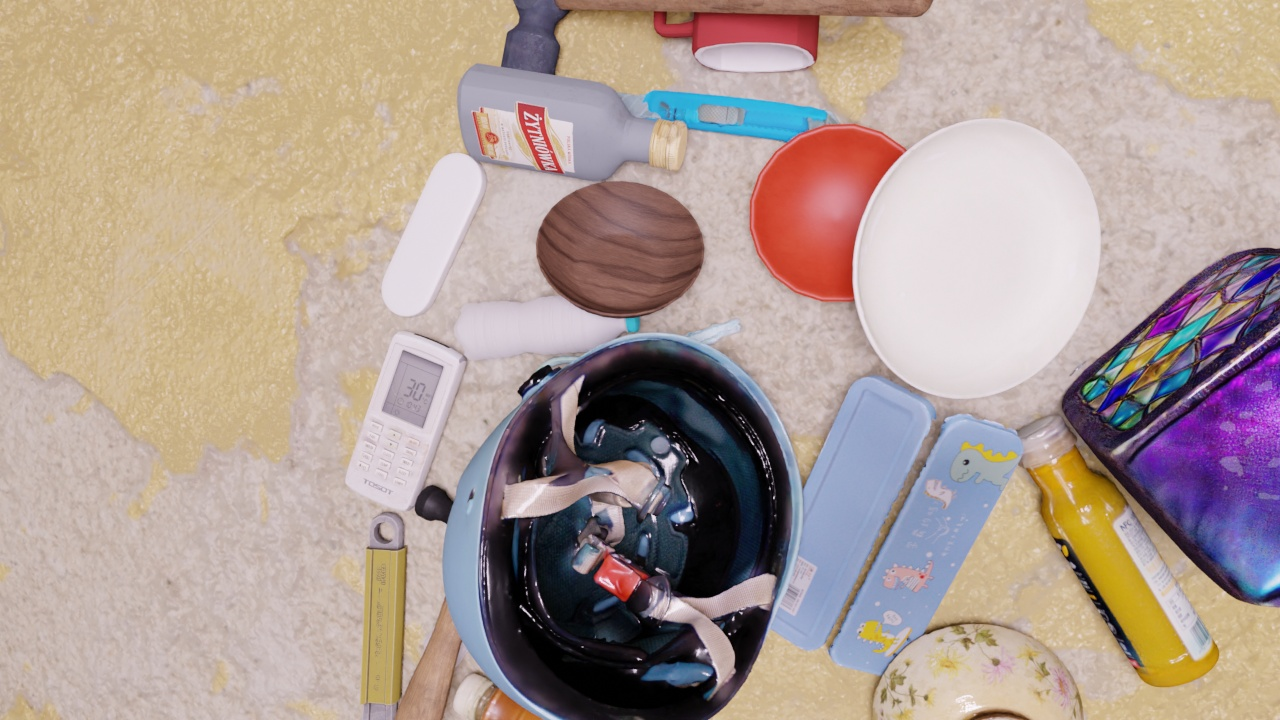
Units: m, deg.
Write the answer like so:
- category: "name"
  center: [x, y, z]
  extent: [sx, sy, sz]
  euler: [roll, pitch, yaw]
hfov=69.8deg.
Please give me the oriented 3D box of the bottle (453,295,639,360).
- category: "bottle"
  center: [-0.069, -0.026, 0.688]
  extent: [0.136, 0.044, 0.044]
  euler: [-4, 92, 11]

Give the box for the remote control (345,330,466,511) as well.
- category: "remote control"
  center: [-0.185, 0.048, 0.724]
  extent: [0.060, 0.025, 0.138]
  euler: [22, 97, 9]

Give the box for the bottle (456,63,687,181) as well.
- category: "bottle"
  center: [-0.048, -0.167, 0.663]
  extent: [0.161, 0.072, 0.046]
  euler: [12, 52, 10]

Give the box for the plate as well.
- category: "plate"
  center: [0.218, -0.066, 0.611]
  extent: [0.182, 0.034, 0.182]
  euler: [-3, 102, -14]

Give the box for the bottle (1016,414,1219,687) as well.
- category: "bottle"
  center: [0.314, 0.125, 0.618]
  extent: [0.053, 0.053, 0.186]
  euler: [-32, 87, 11]

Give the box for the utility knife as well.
- category: "utility knife"
  center: [0.051, -0.179, 0.671]
  extent: [0.198, 0.015, 0.031]
  euler: [9, 92, 11]

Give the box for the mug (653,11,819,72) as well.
- category: "mug"
  center: [0.066, -0.256, 0.631]
  extent: [0.116, 0.080, 0.096]
  euler: [4, 94, 17]

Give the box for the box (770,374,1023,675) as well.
- category: "box"
  center: [0.167, 0.121, 0.637]
  extent: [0.126, 0.039, 0.210]
  euler: [24, 110, 10]

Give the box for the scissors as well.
- category: "scissors"
  center: [-0.003, 0.005, 0.694]
  extent: [0.174, 0.033, 0.065]
  euler: [-24, 85, 15]

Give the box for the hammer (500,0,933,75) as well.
- category: "hammer"
  center: [0.035, -0.239, 0.588]
  extent: [0.322, 0.040, 0.129]
  euler: [18, 99, 38]

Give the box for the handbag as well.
- category: "handbag"
  center: [0.379, 0.011, 0.528]
  extent: [0.222, 0.204, 0.125]
  euler: [-43, 85, 17]

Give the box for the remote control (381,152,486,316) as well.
- category: "remote control"
  center: [-0.162, -0.097, 0.717]
  extent: [0.043, 0.013, 0.136]
  euler: [28, 98, 8]

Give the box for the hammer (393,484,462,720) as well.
- category: "hammer"
  center: [-0.160, 0.261, 0.698]
  extent: [0.132, 0.040, 0.305]
  euler: [20, 92, 28]

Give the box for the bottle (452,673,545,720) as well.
- category: "bottle"
  center: [-0.066, 0.289, 0.700]
  extent: [0.167, 0.059, 0.059]
  euler: [20, 97, 18]

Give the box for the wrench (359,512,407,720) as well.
- category: "wrench"
  center: [-0.214, 0.258, 0.746]
  extent: [0.084, 0.018, 0.273]
  euler: [3, 94, 11]

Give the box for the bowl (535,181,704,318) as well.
- category: "bowl"
  center: [-0.015, -0.074, 0.664]
  extent: [0.119, 0.032, 0.119]
  euler: [1, 60, -2]

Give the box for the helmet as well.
- category: "helmet"
  center: [-0.018, 0.107, 0.608]
  extent: [0.225, 0.167, 0.264]
  euler: [49, 58, -12]

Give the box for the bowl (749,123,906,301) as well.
- category: "bowl"
  center: [0.139, -0.102, 0.647]
  extent: [0.122, 0.035, 0.122]
  euler: [1, 94, 11]

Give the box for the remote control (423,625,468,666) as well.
- category: "remote control"
  center: [-0.126, 0.186, 0.727]
  extent: [0.033, 0.012, 0.131]
  euler: [37, 99, 7]

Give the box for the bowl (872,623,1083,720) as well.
- category: "bowl"
  center: [0.238, 0.260, 0.628]
  extent: [0.145, 0.063, 0.145]
  euler: [1, 99, 4]
